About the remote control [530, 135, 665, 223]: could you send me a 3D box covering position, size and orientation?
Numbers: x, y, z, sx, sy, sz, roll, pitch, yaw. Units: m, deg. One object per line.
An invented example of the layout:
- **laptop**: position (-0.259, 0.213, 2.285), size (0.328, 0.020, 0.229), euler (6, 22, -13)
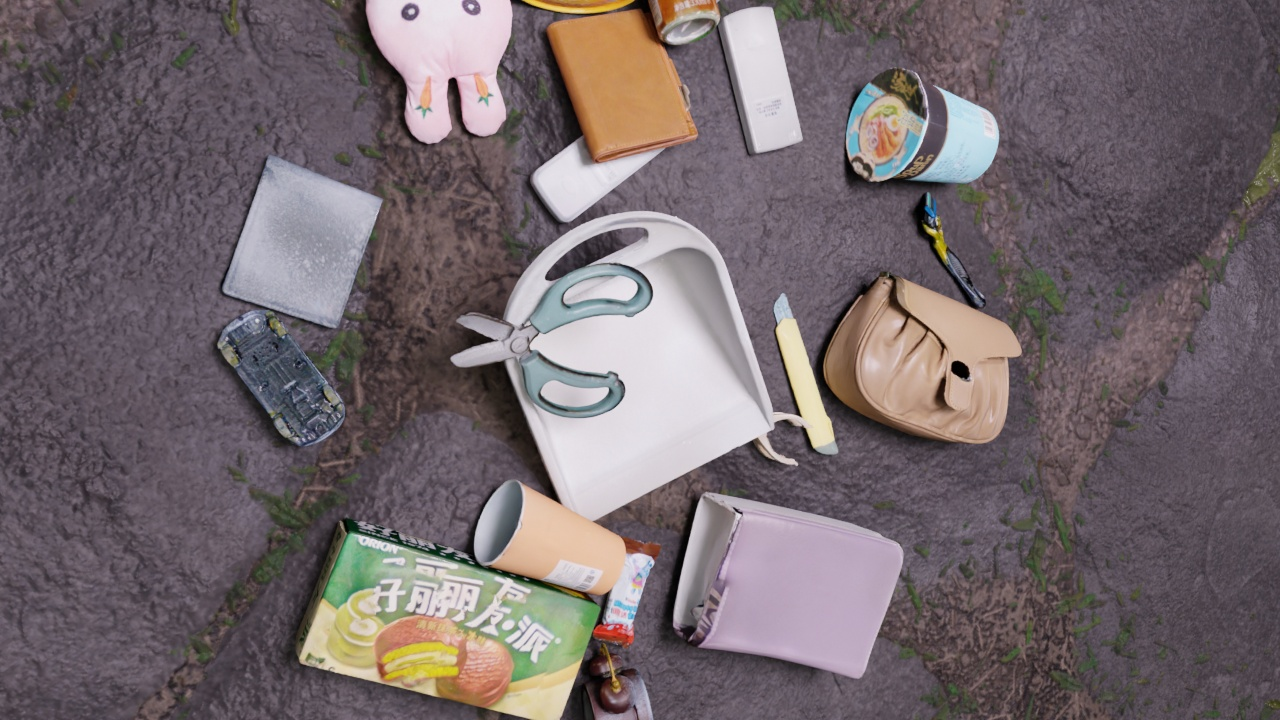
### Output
- **remote control**: position (-0.037, -0.184, 0.841), size (0.135, 0.020, 0.056), euler (-41, 107, -15)

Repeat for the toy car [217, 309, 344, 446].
- **toy car**: position (-0.295, 0.015, 0.757), size (0.054, 0.037, 0.120), euler (-37, 95, -13)

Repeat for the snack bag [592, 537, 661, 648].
- **snack bag**: position (-0.014, 0.222, 0.879), size (0.045, 0.026, 0.105), euler (17, 86, -17)

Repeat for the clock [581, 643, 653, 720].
- **clock**: position (-0.023, 0.322, 0.854), size (0.055, 0.082, 0.122), euler (-8, 103, -13)

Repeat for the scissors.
- **scissors**: position (-0.066, -0.002, 0.743), size (0.174, 0.019, 0.177), euler (-20, 128, -14)

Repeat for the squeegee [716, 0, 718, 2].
- **squeegee**: position (0.114, -0.388, 0.872), size (0.246, 0.039, 0.246), euler (-41, 88, -6)

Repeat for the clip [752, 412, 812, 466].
- **clip**: position (0.127, 0.056, 0.915), size (0.104, 0.035, 0.089), euler (45, 83, -9)

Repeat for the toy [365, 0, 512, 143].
- **toy**: position (-0.164, -0.268, 0.775), size (0.121, 0.054, 0.159), euler (-15, 107, -18)

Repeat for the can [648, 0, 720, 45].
- **can**: position (0.025, -0.360, 0.815), size (0.057, 0.058, 0.147), euler (-14, 85, -19)

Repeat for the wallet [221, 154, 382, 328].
- **wallet**: position (-0.281, -0.097, 0.763), size (0.097, 0.019, 0.121), euler (20, 89, -18)

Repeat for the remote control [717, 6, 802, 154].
- **remote control**: position (0.116, -0.272, 0.891), size (0.056, 0.019, 0.135), euler (-19, 100, -18)

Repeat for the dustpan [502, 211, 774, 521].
- **dustpan**: position (-0.005, 0.005, 0.794), size (0.222, 0.143, 0.258), euler (-26, 99, -7)

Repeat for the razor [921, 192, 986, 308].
- **razor**: position (0.332, -0.112, 0.983), size (0.143, 0.022, 0.042), euler (54, 32, -19)

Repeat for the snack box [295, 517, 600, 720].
- **snack box**: position (-0.165, 0.229, 0.804), size (0.240, 0.063, 0.114), euler (23, 85, -20)

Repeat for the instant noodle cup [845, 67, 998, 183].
- **instant noodle cup**: position (0.287, -0.224, 0.920), size (0.120, 0.111, 0.111), euler (4, 93, -29)

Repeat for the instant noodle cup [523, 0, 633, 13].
- **instant noodle cup**: position (-0.055, -0.372, 0.774), size (0.118, 0.119, 0.114), euler (0, 87, -20)

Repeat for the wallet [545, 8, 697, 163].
- **wallet**: position (-0.015, -0.249, 0.824), size (0.107, 0.031, 0.131), euler (-18, 83, -19)

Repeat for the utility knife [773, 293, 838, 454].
- **utility knife**: position (0.166, 0.017, 0.934), size (0.030, 0.019, 0.175), euler (-21, 102, -22)

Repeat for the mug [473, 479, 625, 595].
- **mug**: position (-0.077, 0.165, 0.824), size (0.122, 0.078, 0.078), euler (29, 84, -28)

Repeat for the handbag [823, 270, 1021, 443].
- **handbag**: position (0.296, 0.003, 0.936), size (0.204, 0.100, 0.147), euler (18, 84, -24)

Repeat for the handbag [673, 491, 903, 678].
- **handbag**: position (0.140, 0.219, 0.897), size (0.197, 0.098, 0.145), euler (16, 87, -21)
